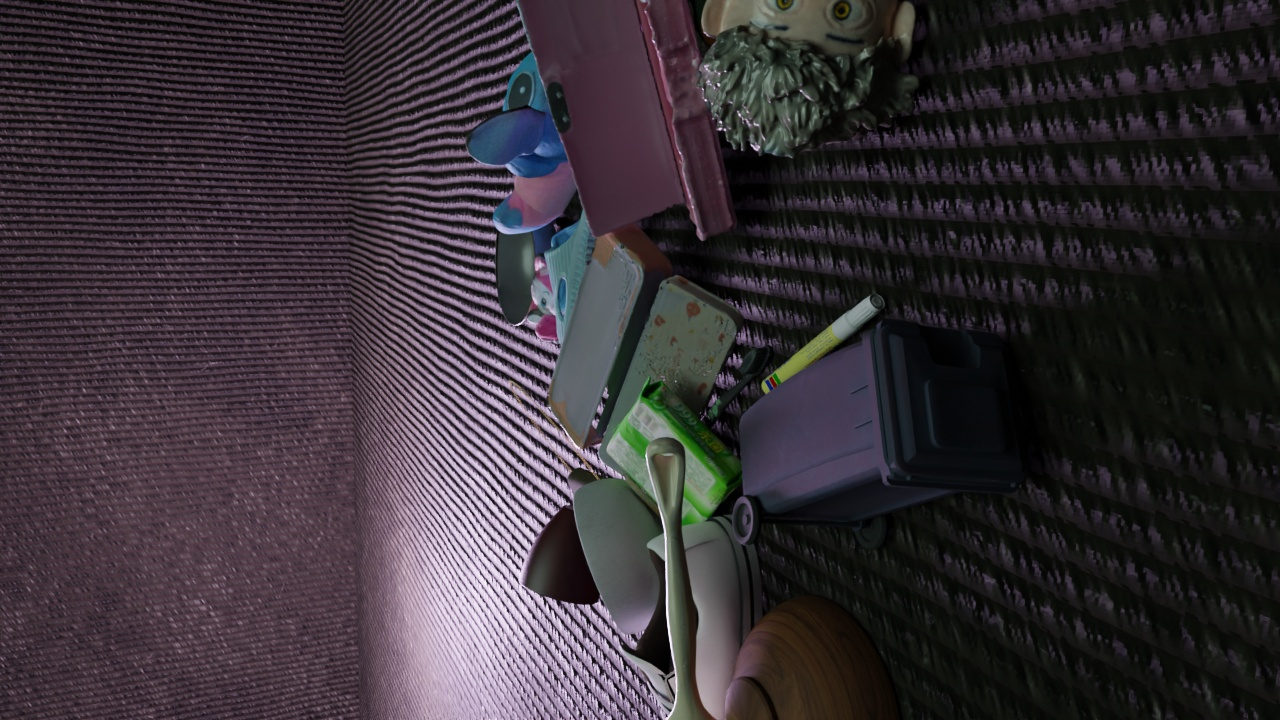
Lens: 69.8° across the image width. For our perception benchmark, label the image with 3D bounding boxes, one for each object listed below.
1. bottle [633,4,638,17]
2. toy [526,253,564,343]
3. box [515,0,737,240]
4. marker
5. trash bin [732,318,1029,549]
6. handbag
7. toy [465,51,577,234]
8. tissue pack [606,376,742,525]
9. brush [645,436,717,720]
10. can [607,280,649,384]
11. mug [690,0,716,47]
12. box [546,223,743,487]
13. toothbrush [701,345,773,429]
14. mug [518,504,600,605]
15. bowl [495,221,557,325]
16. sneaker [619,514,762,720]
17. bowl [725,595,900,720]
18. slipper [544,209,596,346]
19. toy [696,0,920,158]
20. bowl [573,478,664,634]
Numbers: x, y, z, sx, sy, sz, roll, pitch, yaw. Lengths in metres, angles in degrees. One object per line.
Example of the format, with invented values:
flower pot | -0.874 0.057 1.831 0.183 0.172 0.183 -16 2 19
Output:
bottle | -0.047 -0.343 0.873 0.162 0.056 0.056 -153 63 -62
toy | -0.084 -0.062 0.971 0.050 0.065 0.102 -138 52 -57
box | -0.016 -0.193 0.649 0.099 0.115 0.233 -107 -1 -60
marker | 0.118 -0.008 0.609 0.133 0.014 0.014 132 130 -56
trash bin | 0.127 0.048 0.509 0.161 0.093 0.092 139 133 -61
handbag | -0.073 0.091 0.893 0.178 0.027 0.084 54 161 -18
toy | -0.089 -0.205 0.852 0.223 0.099 0.192 -62 -1 -45
tissue pack | 0.025 0.080 0.747 0.114 0.034 0.100 45 141 10
brush | 0.030 0.187 0.642 0.077 0.062 0.272 -109 12 -81
can | -0.012 -0.032 0.848 0.044 0.044 0.107 -141 53 -58
mug | 0.065 -0.250 0.615 0.111 0.084 0.081 131 129 -58
box | -0.005 0.004 0.785 0.157 0.063 0.217 35 131 16
toothbrush | 0.055 0.046 0.733 0.189 0.017 0.014 -57 42 45
mug | -0.074 0.202 0.983 0.114 0.087 0.088 35 -110 -84
bowl | -0.121 -0.114 1.053 0.151 0.056 0.150 176 90 -64
sneaker | 0.032 0.247 0.722 0.091 0.097 0.245 -154 64 -62
bowl | 0.099 0.237 0.613 0.147 0.068 0.147 177 90 -65
slipper | -0.055 -0.105 0.869 0.115 0.069 0.277 -78 2 -64
toy | 0.104 -0.201 0.525 0.076 0.133 0.176 -18 -57 -84
bowl | -0.005 0.164 0.800 0.132 0.064 0.132 -19 -92 -88
